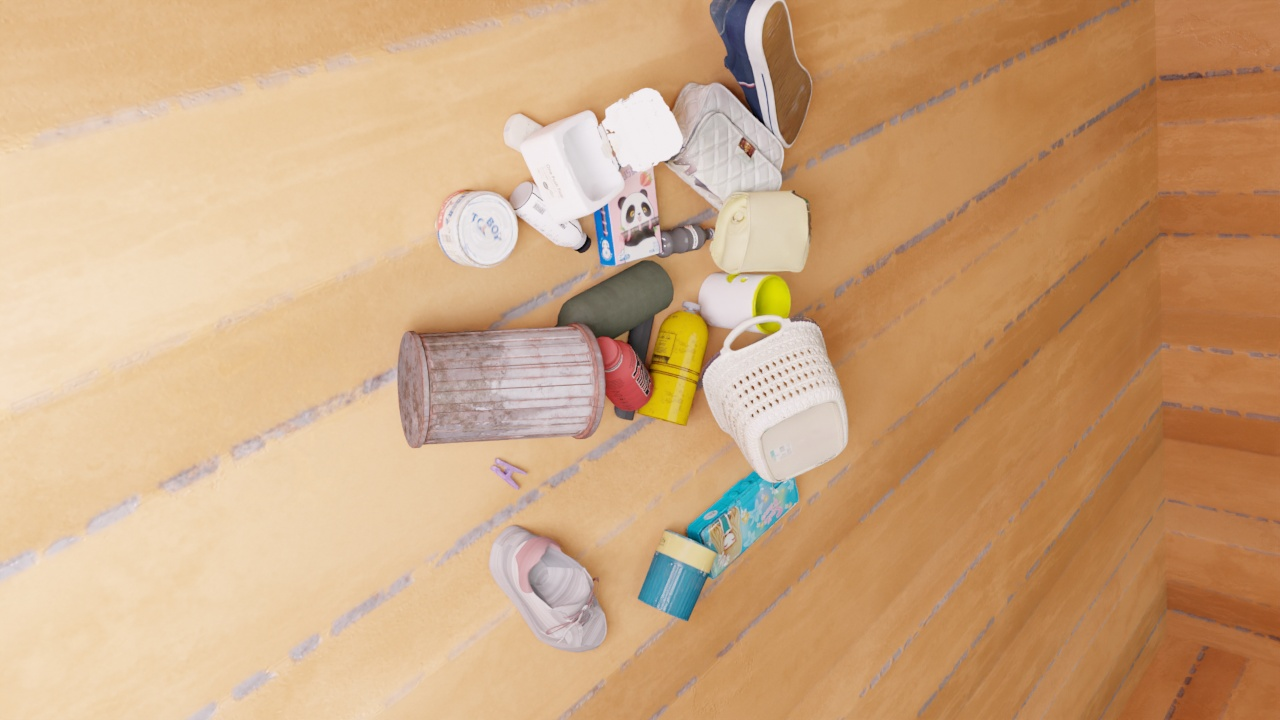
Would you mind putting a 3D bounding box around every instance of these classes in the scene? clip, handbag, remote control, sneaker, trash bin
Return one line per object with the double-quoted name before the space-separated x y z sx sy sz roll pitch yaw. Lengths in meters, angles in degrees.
"clip" -0.160 0.135 1.112 0.051 0.013 0.033 44 65 -36
"handbag" 0.118 -0.284 1.267 0.194 0.073 0.138 29 78 -42
"remote control" -0.109 -0.252 1.092 0.125 0.018 0.038 20 82 -45
"remote control" -0.007 0.007 1.234 0.033 0.015 0.146 13 88 -44
"sneaker" -0.093 0.301 1.149 0.099 0.090 0.236 -53 128 -25
"trash bin" -0.144 0.026 0.992 0.210 0.131 0.131 -3 99 -26
"sneaker" 0.160 -0.409 1.288 0.120 0.127 0.294 -62 151 -10
"handbag" 0.170 -0.178 1.266 0.119 0.081 0.111 -5 117 -29

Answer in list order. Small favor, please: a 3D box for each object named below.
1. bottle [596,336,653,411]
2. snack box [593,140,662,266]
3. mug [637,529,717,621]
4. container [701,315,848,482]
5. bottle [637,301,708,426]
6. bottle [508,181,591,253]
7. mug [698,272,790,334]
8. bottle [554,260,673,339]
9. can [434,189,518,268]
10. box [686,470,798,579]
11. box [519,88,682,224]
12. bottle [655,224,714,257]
"bottle" -0.028 0.013 1.129 0.176 0.062 0.062 57 53 -71
"snack box" -0.020 -0.205 1.175 0.087 0.033 0.154 -21 111 -41
"mug" 0.056 0.308 1.309 0.107 0.083 0.113 -68 161 -11
"container" 0.197 0.061 1.288 0.185 0.143 0.252 -24 146 2
"bottle" 0.049 0.001 1.250 0.071 0.071 0.163 20 83 -44
"bottle" -0.103 -0.166 1.095 0.116 0.041 0.041 35 73 -42
"mug" 0.147 -0.083 1.305 0.082 0.106 0.082 -8 102 -43
"bottle" -0.049 -0.058 1.144 0.206 0.072 0.071 -32 118 -36
"can" -0.182 -0.147 1.022 0.086 0.043 0.086 -11 106 -43
"box" 0.164 0.238 1.421 0.226 0.039 0.094 -33 119 -36
"box" -0.046 -0.243 1.074 0.188 0.101 0.111 -36 114 -26
"bottle" 0.061 -0.166 1.256 0.109 0.036 0.036 -19 109 -41
